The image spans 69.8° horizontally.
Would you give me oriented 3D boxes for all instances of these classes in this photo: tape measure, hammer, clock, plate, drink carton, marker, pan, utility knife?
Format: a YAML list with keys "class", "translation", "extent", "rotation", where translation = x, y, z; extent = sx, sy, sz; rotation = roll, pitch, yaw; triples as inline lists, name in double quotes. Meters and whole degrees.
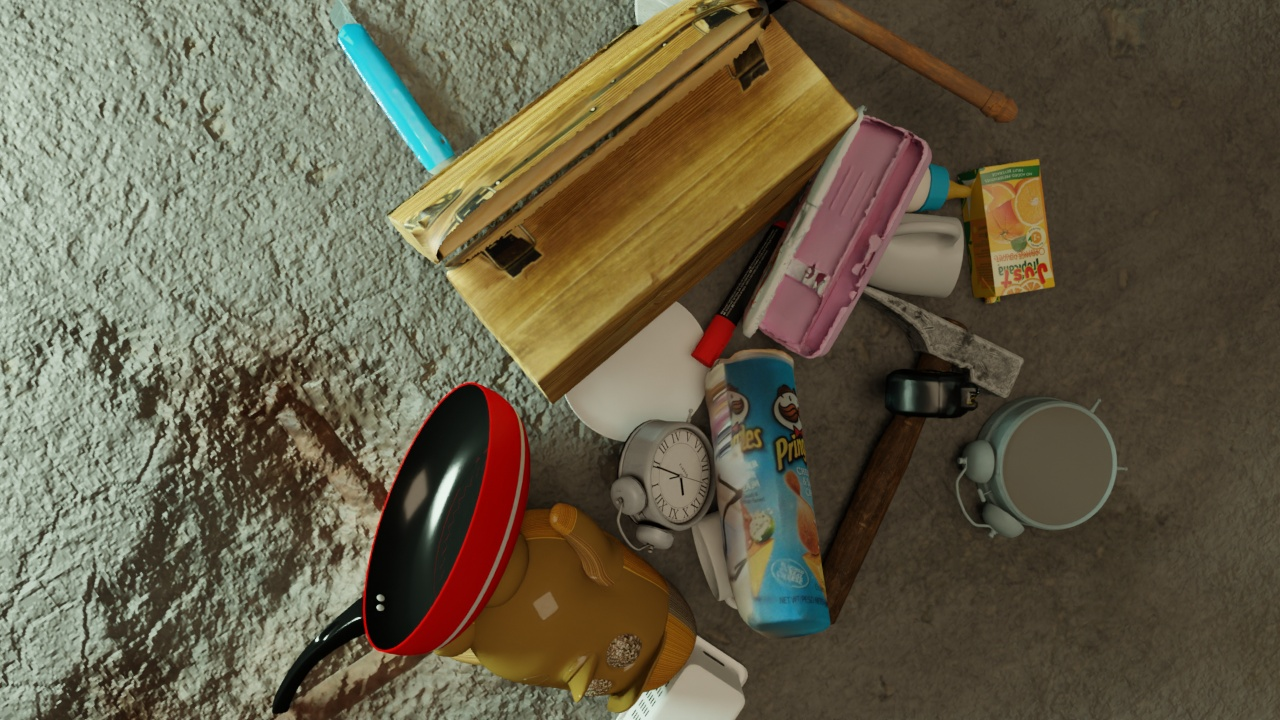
- class: "tape measure"
  translation: [0.246, 0.029, 0.782]
  extent: [0.072, 0.071, 0.042]
  rotation: [4, 97, -2]
- class: "hammer"
  translation: [0.169, -0.281, 0.752]
  extent: [0.317, 0.083, 0.162]
  rotation: [32, 87, 3]
- class: "clock"
  translation: [0.019, 0.105, 0.772]
  extent: [0.122, 0.035, 0.094]
  rotation: [-52, 123, -35]
- class: "plate"
  translation: [-0.005, 0.005, 0.812]
  extent: [0.134, 0.011, 0.134]
  rotation: [0, 93, -8]
- class: "clock"
  translation: [0.366, 0.101, 0.854]
  extent: [0.159, 0.045, 0.122]
  rotation: [-25, 96, -8]
- class: "drink carton"
  translation: [0.334, -0.116, 0.839]
  extent: [0.058, 0.041, 0.122]
  rotation: [-10, 95, -8]
- class: "marker"
  translation: [0.088, -0.301, 0.807]
  extent: [0.138, 0.016, 0.022]
  rotation: [-33, 69, -4]
- class: "hammer"
  translation: [0.189, 0.085, 0.832]
  extent: [0.217, 0.037, 0.300]
  rotation: [25, 90, -9]
- class: "pan"
  translation: [-0.193, 0.174, 0.729]
  extent: [0.067, 0.208, 0.357]
  rotation: [24, 115, -27]
- class: "marker"
  translation: [0.092, -0.060, 0.810]
  extent: [0.023, 0.021, 0.145]
  rotation: [40, 79, -43]
- class: "utility knife"
  translation: [-0.207, -0.225, 0.768]
  extent: [0.031, 0.015, 0.173]
  rotation: [-34, 97, -8]

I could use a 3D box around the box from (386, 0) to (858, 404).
- class: "box"
  translation: [-0.032, -0.136, 0.675]
  extent: [0.279, 0.257, 0.215]
  rotation: [-39, 89, -6]

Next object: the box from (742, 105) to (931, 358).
- class: "box"
  translation: [0.144, -0.105, 0.743]
  extent: [0.088, 0.095, 0.202]
  rotation: [37, 109, 34]

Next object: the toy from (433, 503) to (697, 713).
- class: "toy"
  translation: [-0.049, 0.212, 0.752]
  extent: [0.203, 0.162, 0.199]
  rotation: [27, 120, -20]

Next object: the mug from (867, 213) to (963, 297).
- class: "mug"
  translation: [0.228, -0.099, 0.792]
  extent: [0.089, 0.107, 0.071]
  rotation: [6, 78, 0]

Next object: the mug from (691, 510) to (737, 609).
- class: "mug"
  translation: [0.102, 0.176, 0.813]
  extent: [0.090, 0.073, 0.111]
  rotation: [-16, 121, -7]

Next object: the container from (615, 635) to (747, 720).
- class: "container"
  translation: [0.036, 0.317, 0.816]
  extent: [0.080, 0.049, 0.129]
  rotation: [35, 88, -9]

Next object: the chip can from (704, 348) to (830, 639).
- class: "chip can"
  translation: [0.100, 0.105, 0.749]
  extent: [0.080, 0.080, 0.229]
  rotation: [1, 62, -8]

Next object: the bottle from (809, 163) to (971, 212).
- class: "bottle"
  translation: [0.225, -0.157, 0.816]
  extent: [0.146, 0.051, 0.051]
  rotation: [5, 92, -8]
